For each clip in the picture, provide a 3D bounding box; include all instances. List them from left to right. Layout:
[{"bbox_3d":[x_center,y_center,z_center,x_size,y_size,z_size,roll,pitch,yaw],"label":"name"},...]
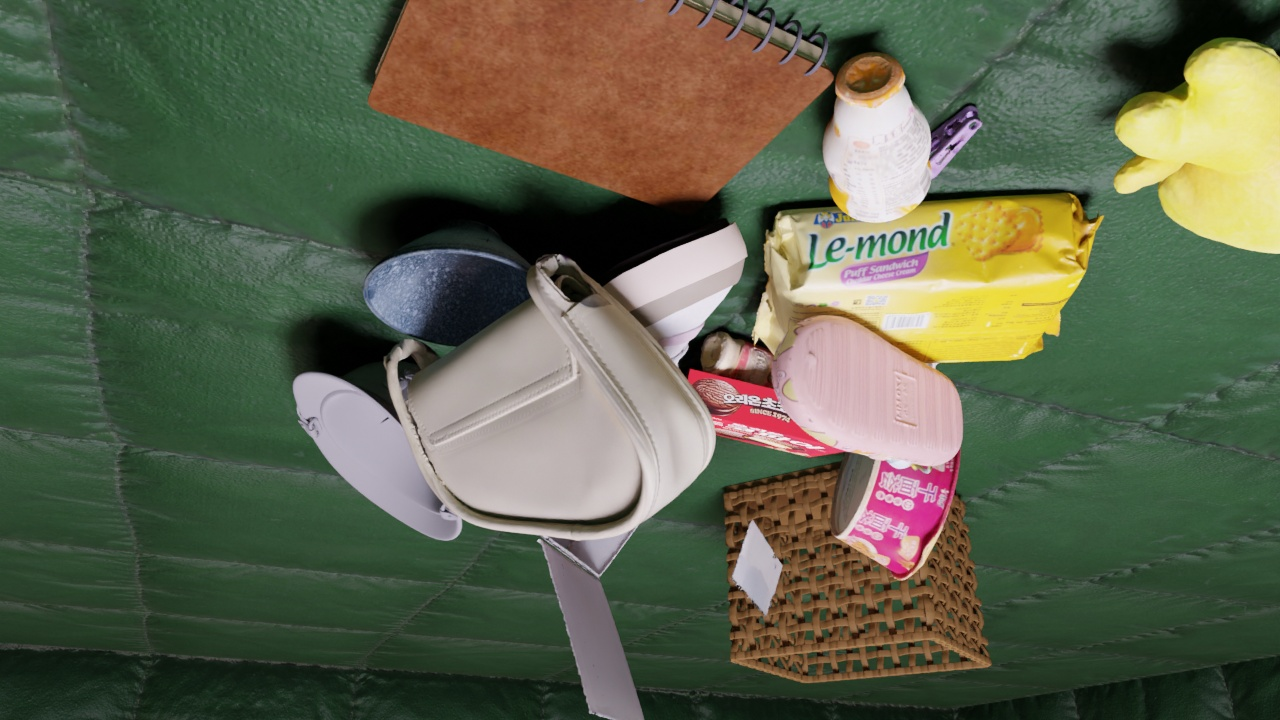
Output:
[{"bbox_3d":[0.193,-0.137,0.575,0.013,0.032,0.051,15,147,-24],"label":"clip"}]

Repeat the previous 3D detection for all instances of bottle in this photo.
[{"bbox_3d":[0.106,0.007,0.832,0.109,0.044,0.044,18,147,-30],"label":"bottle"},{"bbox_3d":[0.139,-0.131,0.543,0.063,0.063,0.109,-8,152,15],"label":"bottle"}]

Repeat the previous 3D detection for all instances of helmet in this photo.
[{"bbox_3d":[-0.214,0.058,0.866,0.183,0.117,0.272,29,149,12],"label":"helmet"}]

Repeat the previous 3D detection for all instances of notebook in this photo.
[{"bbox_3d":[-0.023,-0.164,0.524,0.225,0.024,0.168,14,151,-26],"label":"notebook"}]

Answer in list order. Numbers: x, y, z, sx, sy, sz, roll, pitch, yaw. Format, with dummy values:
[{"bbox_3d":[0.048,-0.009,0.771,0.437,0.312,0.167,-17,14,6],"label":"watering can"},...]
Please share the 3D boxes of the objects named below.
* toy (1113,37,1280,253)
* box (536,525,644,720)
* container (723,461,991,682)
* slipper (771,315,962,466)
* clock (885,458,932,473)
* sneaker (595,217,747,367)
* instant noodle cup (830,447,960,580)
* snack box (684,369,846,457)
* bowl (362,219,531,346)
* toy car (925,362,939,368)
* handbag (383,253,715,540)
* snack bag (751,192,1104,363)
[{"bbox_3d":[0.357,-0.124,0.528,0.207,0.092,0.134,19,144,-27],"label":"toy"},{"bbox_3d":[-0.021,0.195,0.872,0.165,0.329,0.167,-19,150,9],"label":"box"},{"bbox_3d":[0.264,0.267,1.143,0.252,0.213,0.219,-17,148,30],"label":"container"},{"bbox_3d":[0.162,0.034,0.692,0.197,0.093,0.082,20,157,-33],"label":"slipper"},{"bbox_3d":[0.228,0.055,0.841,0.057,0.117,0.083,-36,152,-5],"label":"clock"},{"bbox_3d":[-0.004,0.004,0.706,0.111,0.116,0.295,-28,175,-40],"label":"sneaker"},{"bbox_3d":[0.254,0.127,0.945,0.078,0.178,0.179,18,152,1],"label":"instant noodle cup"},{"bbox_3d":[0.106,0.052,0.851,0.152,0.035,0.133,14,171,-3],"label":"snack box"},{"bbox_3d":[-0.131,-0.066,0.677,0.137,0.057,0.137,0,152,0],"label":"bowl"},{"bbox_3d":[0.249,-0.002,0.823,0.039,0.039,0.113,-29,147,8],"label":"toy car"},{"bbox_3d":[-0.061,0.029,0.657,0.230,0.184,0.131,-25,-177,39],"label":"handbag"},{"bbox_3d":[0.209,-0.051,0.692,0.247,0.068,0.160,-3,151,5],"label":"snack bag"}]
